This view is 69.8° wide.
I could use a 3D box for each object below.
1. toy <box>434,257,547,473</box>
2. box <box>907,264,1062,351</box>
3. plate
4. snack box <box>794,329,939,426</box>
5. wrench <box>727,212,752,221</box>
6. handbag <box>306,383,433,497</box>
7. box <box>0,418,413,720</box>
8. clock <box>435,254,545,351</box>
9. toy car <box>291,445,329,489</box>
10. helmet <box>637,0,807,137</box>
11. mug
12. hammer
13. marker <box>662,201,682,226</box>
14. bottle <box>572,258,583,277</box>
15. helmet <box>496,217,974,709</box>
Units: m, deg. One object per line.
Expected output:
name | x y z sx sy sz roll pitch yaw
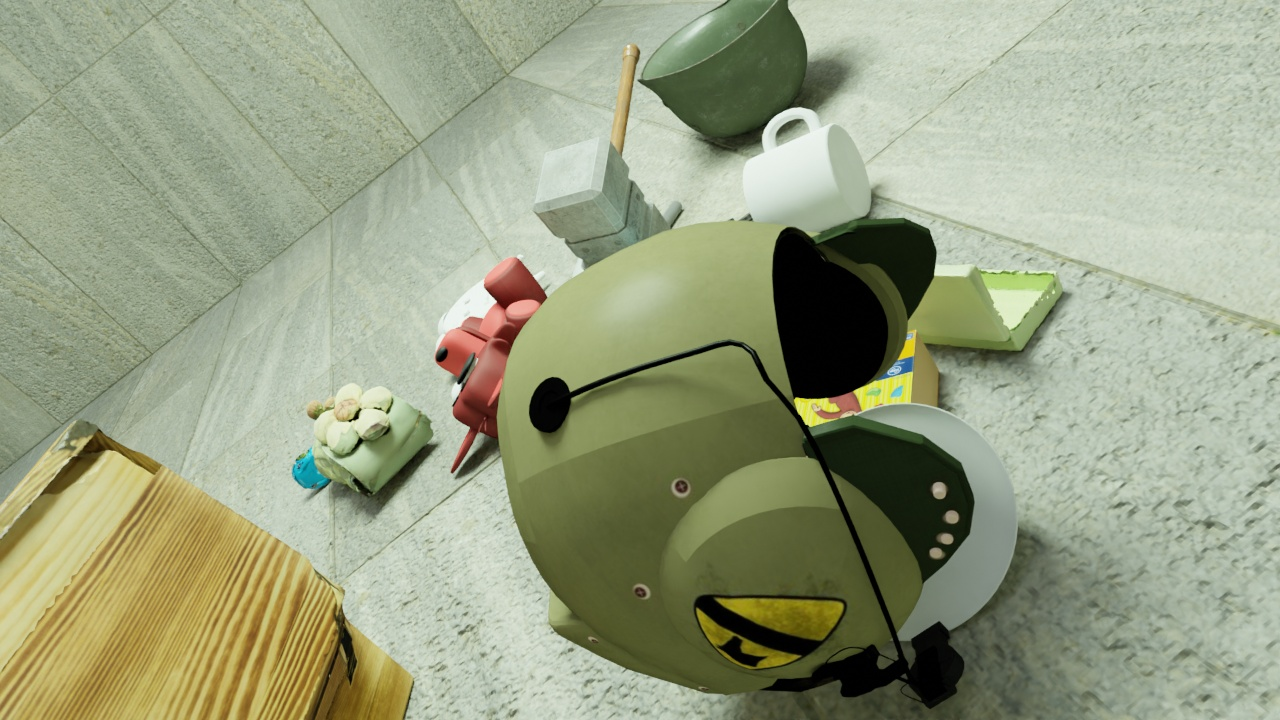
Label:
toy | -0.156 0.003 0.977 0.159 0.120 0.196 -50 19 41
box | 0.200 -0.059 0.679 0.082 0.098 0.188 -49 32 -20
plate | 0.148 0.091 0.526 0.135 0.011 0.134 -15 65 35
snack box | 0.149 0.046 0.618 0.088 0.040 0.125 -19 32 33
wrench | 0.078 -0.121 0.882 0.070 0.010 0.272 -36 2 20
handbag | -0.332 0.084 1.061 0.187 0.117 0.113 4 48 51
box | -0.335 0.250 0.577 0.287 0.336 0.278 -27 27 16
clock | -0.196 -0.063 1.173 0.161 0.073 0.125 -34 27 8
toy car | -0.391 0.118 1.159 0.032 0.048 0.105 8 50 50
helmet | 0.117 -0.381 1.197 0.226 0.154 0.268 -48 33 -10
mug | 0.156 -0.182 0.882 0.090 0.121 0.090 -17 -2 35
hammer | -0.027 -0.254 1.059 0.083 0.163 0.316 -9 56 26
marker | 0.016 -0.146 1.109 0.016 0.016 0.140 -9 39 44
bottle | -0.066 -0.077 1.070 0.044 0.044 0.136 -22 31 28
helmet | 0.052 0.055 0.460 0.233 0.256 0.249 -20 30 25
